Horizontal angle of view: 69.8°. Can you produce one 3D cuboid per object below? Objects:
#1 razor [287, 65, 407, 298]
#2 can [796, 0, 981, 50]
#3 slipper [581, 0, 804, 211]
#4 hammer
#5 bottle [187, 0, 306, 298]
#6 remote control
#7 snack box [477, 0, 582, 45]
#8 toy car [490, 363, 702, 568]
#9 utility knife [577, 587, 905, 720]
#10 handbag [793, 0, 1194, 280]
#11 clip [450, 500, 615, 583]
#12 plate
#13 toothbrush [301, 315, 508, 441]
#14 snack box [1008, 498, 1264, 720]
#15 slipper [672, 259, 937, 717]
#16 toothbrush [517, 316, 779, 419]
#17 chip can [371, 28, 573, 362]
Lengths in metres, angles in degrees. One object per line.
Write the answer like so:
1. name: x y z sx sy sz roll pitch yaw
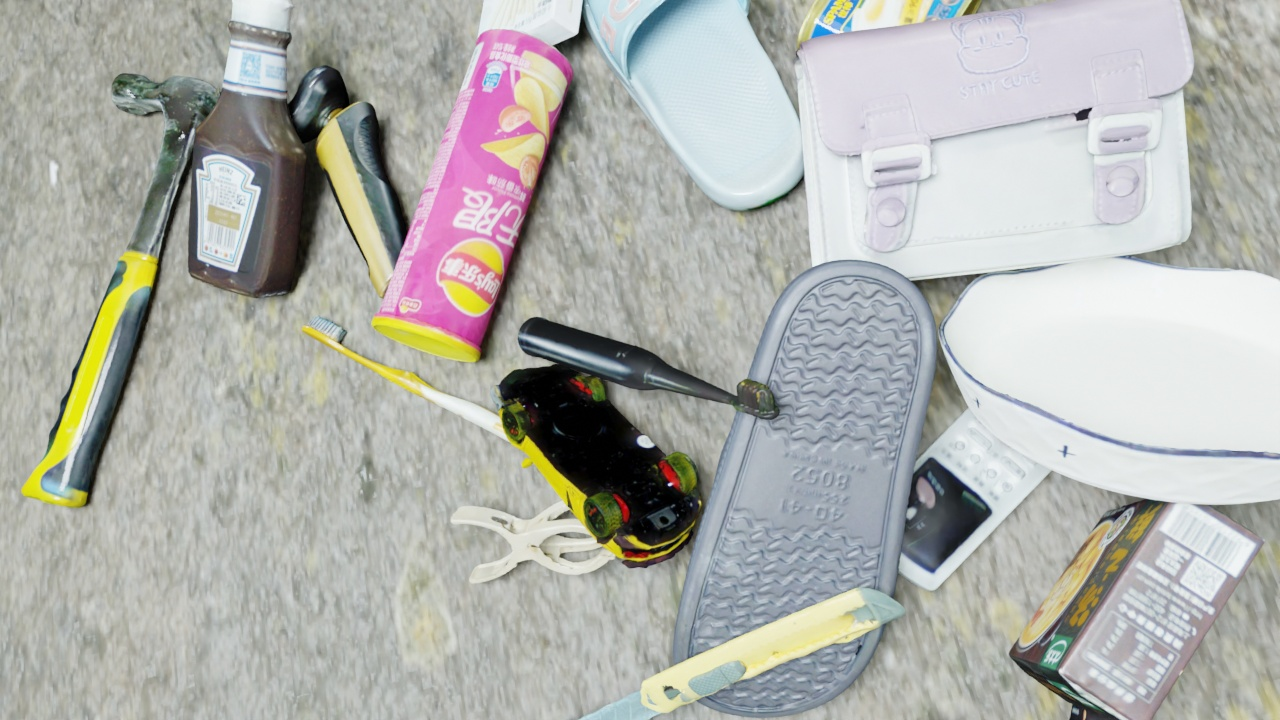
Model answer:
1. razor: -0.200 -0.121 0.637 0.067 0.062 0.167 -21 79 -14
2. can: 0.162 -0.222 0.591 0.083 0.057 0.102 32 84 14
3. slipper: 0.030 -0.210 0.604 0.104 0.074 0.245 -27 74 4
4. hammer: -0.366 -0.055 0.661 0.126 0.032 0.323 9 78 13
5. bottle: -0.261 -0.143 0.615 0.080 0.044 0.195 17 107 18
6. remote control: 0.196 0.064 0.532 0.150 0.021 0.058 -45 73 -3
7. snack box: -0.071 -0.291 0.647 0.085 0.026 0.156 -5 74 43
8. toy car: -0.028 0.056 0.548 0.071 0.041 0.156 -22 50 -36
9. utility knife: 0.041 0.169 0.497 0.211 0.021 0.031 -27 106 19
10. handbag: 0.193 -0.124 0.520 0.197 0.098 0.145 -7 98 8
11. clip: -0.062 0.109 0.556 0.100 0.034 0.071 -7 112 9
12. plate: 0.260 0.005 0.465 0.205 0.204 0.046 1 120 11
13. toothbrush: -0.149 0.013 0.612 0.191 0.016 0.018 25 73 16
14. snack box: 0.238 0.134 0.458 0.053 0.113 0.125 36 84 17
15. slipper: 0.093 0.073 0.514 0.111 0.083 0.268 14 104 3
16. toothbrush: -0.003 0.003 0.522 0.026 0.027 0.213 -28 27 -32
17. chip can: -0.107 -0.108 0.605 0.071 0.071 0.210 15 79 14
